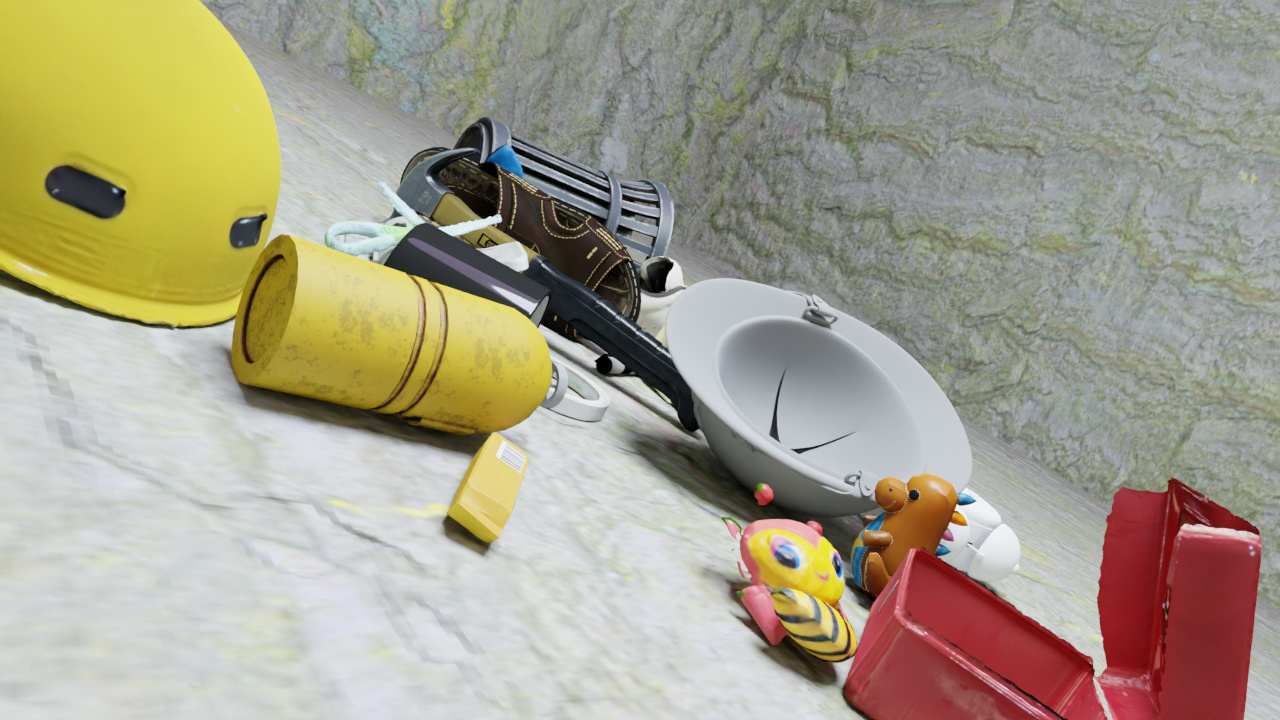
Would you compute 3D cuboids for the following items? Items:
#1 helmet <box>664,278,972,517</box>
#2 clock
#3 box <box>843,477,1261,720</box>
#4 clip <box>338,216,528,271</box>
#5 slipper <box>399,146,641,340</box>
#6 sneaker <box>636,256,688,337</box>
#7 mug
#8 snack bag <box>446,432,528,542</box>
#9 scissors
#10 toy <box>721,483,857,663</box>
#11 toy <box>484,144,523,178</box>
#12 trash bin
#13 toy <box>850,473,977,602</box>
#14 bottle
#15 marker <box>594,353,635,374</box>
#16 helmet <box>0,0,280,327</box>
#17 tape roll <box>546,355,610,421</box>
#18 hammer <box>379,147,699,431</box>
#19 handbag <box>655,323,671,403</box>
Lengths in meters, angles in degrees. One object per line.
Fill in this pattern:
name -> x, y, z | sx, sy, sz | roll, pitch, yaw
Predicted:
helmet -> 0.111, 0.051, 0.690 | 0.271, 0.118, 0.183 | 17, 45, -23
clock -> 0.251, 0.122, 0.802 | 0.125, 0.073, 0.161 | 24, 11, -25
box -> 0.191, 0.139, 0.461 | 0.168, 0.154, 0.157 | 0, 0, 18
clip -> -0.164, -0.075, 0.717 | 0.142, 0.073, 0.124 | 14, 17, -19
slipper -> -0.116, -0.109, 0.848 | 0.268, 0.113, 0.075 | 35, 11, 6
sneaker -> 0.026, -0.052, 0.964 | 0.241, 0.102, 0.089 | 22, 12, -38
mug -> -0.113, -0.025, 0.573 | 0.088, 0.078, 0.114 | 29, -17, -1
snack bag -> -0.068, 0.056, 0.420 | 0.026, 0.020, 0.099 | 35, 10, -9
scissors -> -0.155, -0.091, 0.657 | 0.173, 0.022, 0.171 | -12, 40, -41
toy -> 0.079, 0.113, 0.467 | 0.084, 0.046, 0.103 | 48, 14, -21
toy -> -0.123, -0.115, 0.929 | 0.176, 0.113, 0.071 | 50, 17, -20
trash bin -> -0.103, -0.167, 1.042 | 0.227, 0.164, 0.164 | 18, 14, -30
toy -> 0.186, 0.122, 0.577 | 0.103, 0.090, 0.070 | 26, 12, 10
bottle -> -0.108, -0.003, 0.459 | 0.163, 0.071, 0.071 | 18, 15, -41
marker -> -0.005, 0.005, 0.848 | 0.016, 0.016, 0.140 | 33, 11, 19
helmet -> -0.274, -0.134, 0.462 | 0.240, 0.140, 0.208 | 35, 12, 27
tape roll -> -0.065, 0.014, 0.653 | 0.093, 0.013, 0.093 | 28, 11, -6
hammer -> -0.072, -0.060, 0.772 | 0.333, 0.118, 0.025 | 36, 14, 9
handbag -> 0.076, 0.018, 0.841 | 0.119, 0.081, 0.111 | 21, 20, -44
